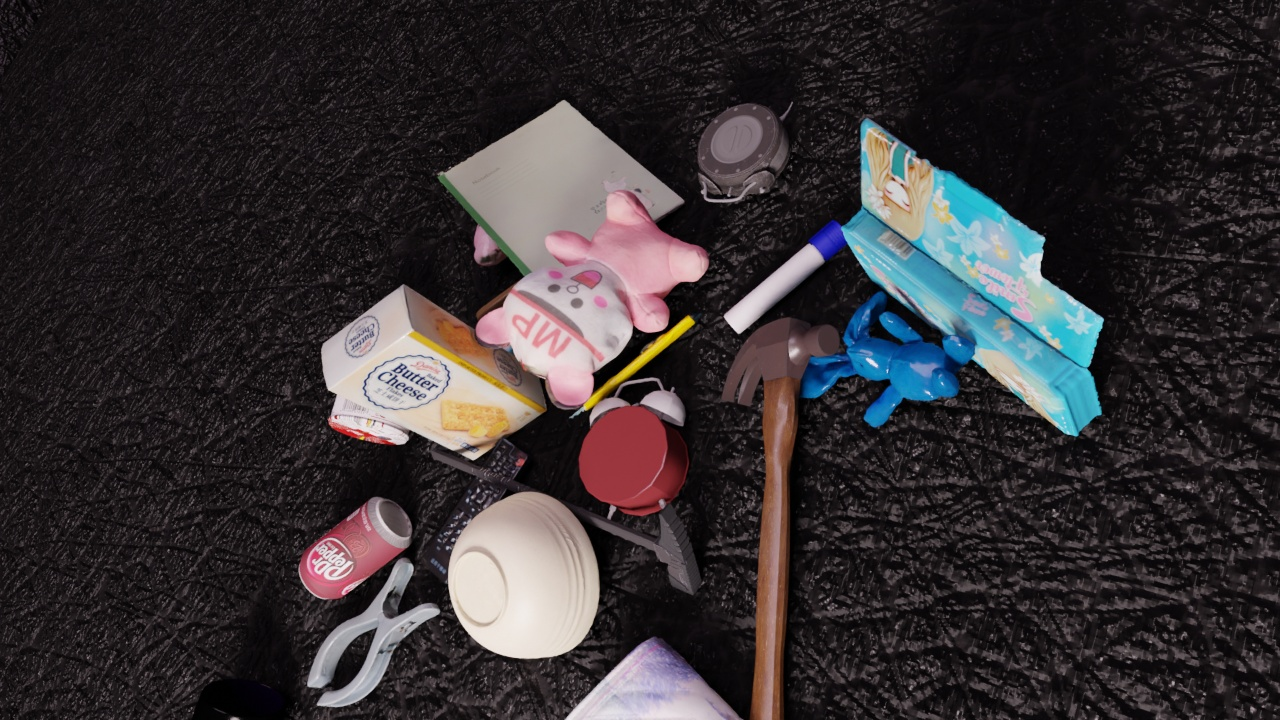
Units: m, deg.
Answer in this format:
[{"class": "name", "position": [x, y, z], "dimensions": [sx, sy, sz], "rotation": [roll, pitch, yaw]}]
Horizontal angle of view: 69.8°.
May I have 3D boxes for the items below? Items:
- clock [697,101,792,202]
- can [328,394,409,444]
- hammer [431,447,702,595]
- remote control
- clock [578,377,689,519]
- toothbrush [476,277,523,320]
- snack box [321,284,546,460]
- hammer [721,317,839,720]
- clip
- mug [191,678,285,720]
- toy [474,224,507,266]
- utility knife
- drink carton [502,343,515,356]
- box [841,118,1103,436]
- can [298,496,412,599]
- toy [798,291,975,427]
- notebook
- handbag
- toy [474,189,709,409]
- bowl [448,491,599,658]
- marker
[{"class": "clock", "position": [0.103, -0.203, 0.912], "dimensions": [0.091, 0.043, 0.122], "rotation": [6, 72, 34]}, {"class": "can", "position": [-0.288, 0.026, 1.020], "dimensions": [0.087, 0.086, 0.116], "rotation": [-2, 67, 31]}, {"class": "hammer", "position": [-0.087, 0.125, 0.850], "dimensions": [0.325, 0.095, 0.015], "rotation": [15, 45, 36]}, {"class": "remote control", "position": [-0.163, 0.152, 0.927], "dimensions": [0.047, 0.022, 0.150], "rotation": [29, 83, 38]}, {"class": "clock", "position": [-0.004, 0.081, 0.842], "dimensions": [0.096, 0.048, 0.137], "rotation": [-10, 62, 28]}, {"class": "toothbrush", "position": [-0.116, -0.092, 1.014], "dimensions": [0.167, 0.016, 0.016], "rotation": [-35, 54, 13]}, {"class": "snack box", "position": [-0.192, 0.018, 0.888], "dimensions": [0.104, 0.208, 0.057], "rotation": [-33, 54, 15]}, {"class": "hammer", "position": [0.109, 0.123, 0.746], "dimensions": [0.116, 0.033, 0.322], "rotation": [-18, 63, 55]}, {"class": "clip", "position": [-0.264, 0.291, 0.921], "dimensions": [0.163, 0.028, 0.107], "rotation": [-52, 54, 2]}, {"class": "mug", "position": [-0.402, 0.395, 0.933], "dimensions": [0.119, 0.085, 0.100], "rotation": [18, 91, 6]}, {"class": "toy", "position": [-0.156, -0.155, 1.047], "dimensions": [0.099, 0.053, 0.096], "rotation": [-38, 40, -2]}, {"class": "utility knife", "position": [-0.005, 0.005, 0.886], "dimensions": [0.163, 0.030, 0.017], "rotation": [-42, 79, 4]}, {"class": "drink carton", "position": [-0.135, -0.032, 0.982], "dimensions": [0.044, 0.038, 0.129], "rotation": [33, 87, 38]}, {"class": "box", "position": [0.237, -0.057, 0.676], "dimensions": [0.056, 0.185, 0.227], "rotation": [-39, 53, -3]}, {"class": "can", "position": [-0.298, 0.197, 0.961], "dimensions": [0.114, 0.063, 0.063], "rotation": [-37, 54, 12]}, {"class": "toy", "position": [0.203, -0.005, 0.735], "dimensions": [0.176, 0.071, 0.112], "rotation": [12, 77, 61]}, {"class": "notebook", "position": [-0.095, -0.188, 1.011], "dimensions": [0.181, 0.010, 0.252], "rotation": [-34, 52, -11]}, {"class": "handbag", "position": [0.025, 0.312, 0.711], "dimensions": [0.126, 0.069, 0.158], "rotation": [-44, 52, -11]}, {"class": "toy", "position": [-0.044, -0.059, 0.880], "dimensions": [0.142, 0.084, 0.212], "rotation": [40, 72, 9]}, {"class": "bowl", "position": [-0.118, 0.195, 0.811], "dimensions": [0.151, 0.075, 0.150], "rotation": [0, 91, 37]}, {"class": "marker", "position": [0.134, -0.077, 0.847], "dimensions": [0.133, 0.023, 0.027], "rotation": [-40, 32, 10]}]
